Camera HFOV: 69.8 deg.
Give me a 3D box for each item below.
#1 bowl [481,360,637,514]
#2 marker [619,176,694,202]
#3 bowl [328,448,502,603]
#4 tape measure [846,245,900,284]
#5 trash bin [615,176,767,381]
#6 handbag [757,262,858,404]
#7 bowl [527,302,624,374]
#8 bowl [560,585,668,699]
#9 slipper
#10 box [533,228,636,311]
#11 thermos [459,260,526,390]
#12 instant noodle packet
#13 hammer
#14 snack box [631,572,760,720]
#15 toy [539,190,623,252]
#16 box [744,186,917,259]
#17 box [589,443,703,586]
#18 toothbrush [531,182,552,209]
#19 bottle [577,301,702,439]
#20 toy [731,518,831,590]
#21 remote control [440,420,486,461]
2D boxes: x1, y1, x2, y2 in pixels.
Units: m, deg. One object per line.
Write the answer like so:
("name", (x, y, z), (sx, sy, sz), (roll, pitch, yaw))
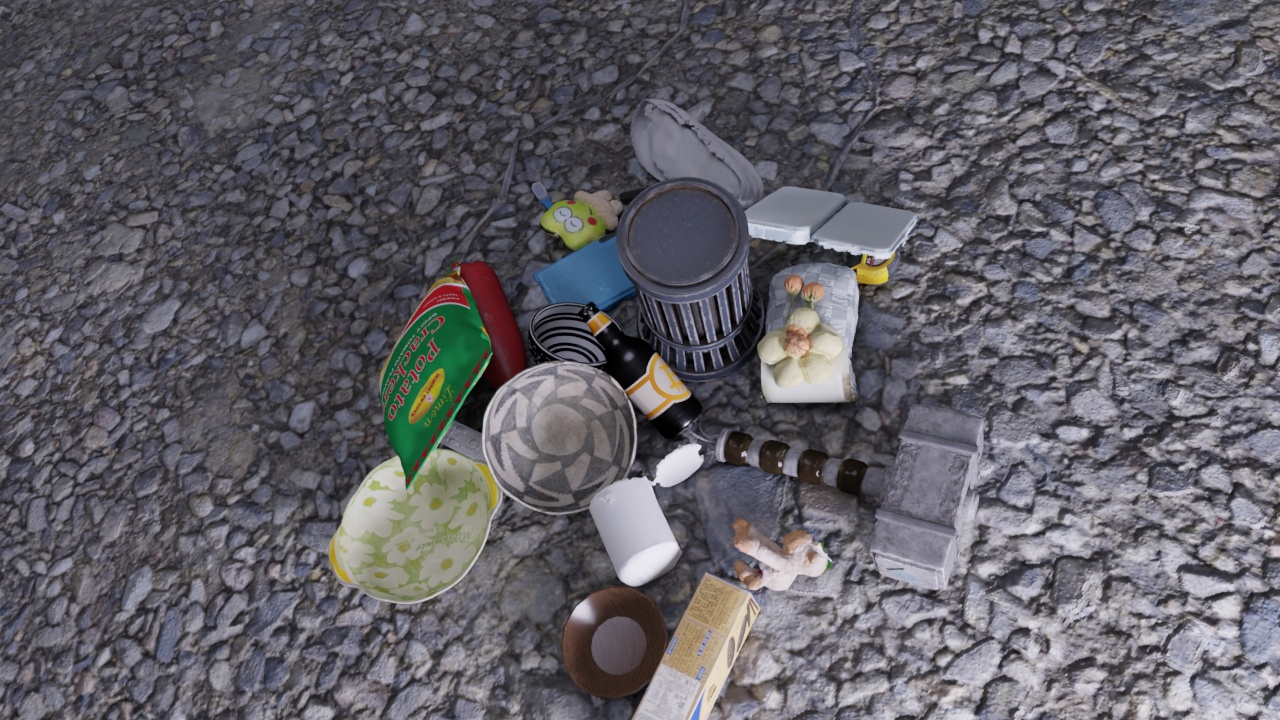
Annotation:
("bowl", (-0.094, 0.087, 1.077), (0.178, 0.081, 0.178), (0, 92, -3))
("marker", (0.022, -0.230, 1.243), (0.124, 0.021, 0.017), (-3, 93, 39))
("bowl", (-0.255, 0.199, 1.084), (0.219, 0.060, 0.188), (-28, 59, 0))
("tape measure", (0.287, -0.125, 1.130), (0.064, 0.037, 0.065), (1, 65, 16))
("trash bin", (0.059, -0.092, 1.048), (0.164, 0.227, 0.164), (-3, 69, 8))
("handbag", (0.194, -0.040, 1.059), (0.113, 0.123, 0.171), (-1, 67, 21))
("bowl", (-0.083, -0.010, 1.142), (0.120, 0.067, 0.120), (10, 39, -9))
("bowl", (-0.025, 0.303, 0.983), (0.118, 0.030, 0.117), (-6, 61, 11))
("slipper", (0.073, -0.282, 1.253), (0.247, 0.074, 0.112), (44, 110, 32))
("box", (-0.019, -0.126, 1.217), (0.231, 0.052, 0.093), (-29, 75, -1))
("thermos", (-0.187, -0.022, 1.179), (0.073, 0.073, 0.239), (-26, 59, 0))
("instant noodle packet", (-0.251, 0.007, 1.108), (0.196, 0.090, 0.252), (-56, 33, 16))
("hammer", (0.198, 0.119, 1.004), (0.327, 0.079, 0.176), (12, 66, 26))
("snack box", (0.051, 0.325, 0.937), (0.056, 0.057, 0.206), (20, 69, 27))
("toy", (-0.076, -0.195, 1.256), (0.115, 0.046, 0.092), (-38, 64, -27))
("box", (0.228, -0.169, 1.107), (0.189, 0.037, 0.208), (12, 25, 24))
("box", (0.026, 0.171, 1.015), (0.150, 0.080, 0.106), (-31, 58, 1))
("toothbrush", (-0.112, -0.195, 1.288), (0.016, 0.014, 0.166), (-32, 60, -4))
("bottle", (-0.006, 0.006, 1.073), (0.059, 0.059, 0.181), (-41, 93, -9))
("toy", (0.149, 0.206, 0.965), (0.106, 0.085, 0.074), (1, 83, 5))
("remote control", (-0.222, 0.100, 1.156), (0.131, 0.012, 0.033), (22, 72, 24))
